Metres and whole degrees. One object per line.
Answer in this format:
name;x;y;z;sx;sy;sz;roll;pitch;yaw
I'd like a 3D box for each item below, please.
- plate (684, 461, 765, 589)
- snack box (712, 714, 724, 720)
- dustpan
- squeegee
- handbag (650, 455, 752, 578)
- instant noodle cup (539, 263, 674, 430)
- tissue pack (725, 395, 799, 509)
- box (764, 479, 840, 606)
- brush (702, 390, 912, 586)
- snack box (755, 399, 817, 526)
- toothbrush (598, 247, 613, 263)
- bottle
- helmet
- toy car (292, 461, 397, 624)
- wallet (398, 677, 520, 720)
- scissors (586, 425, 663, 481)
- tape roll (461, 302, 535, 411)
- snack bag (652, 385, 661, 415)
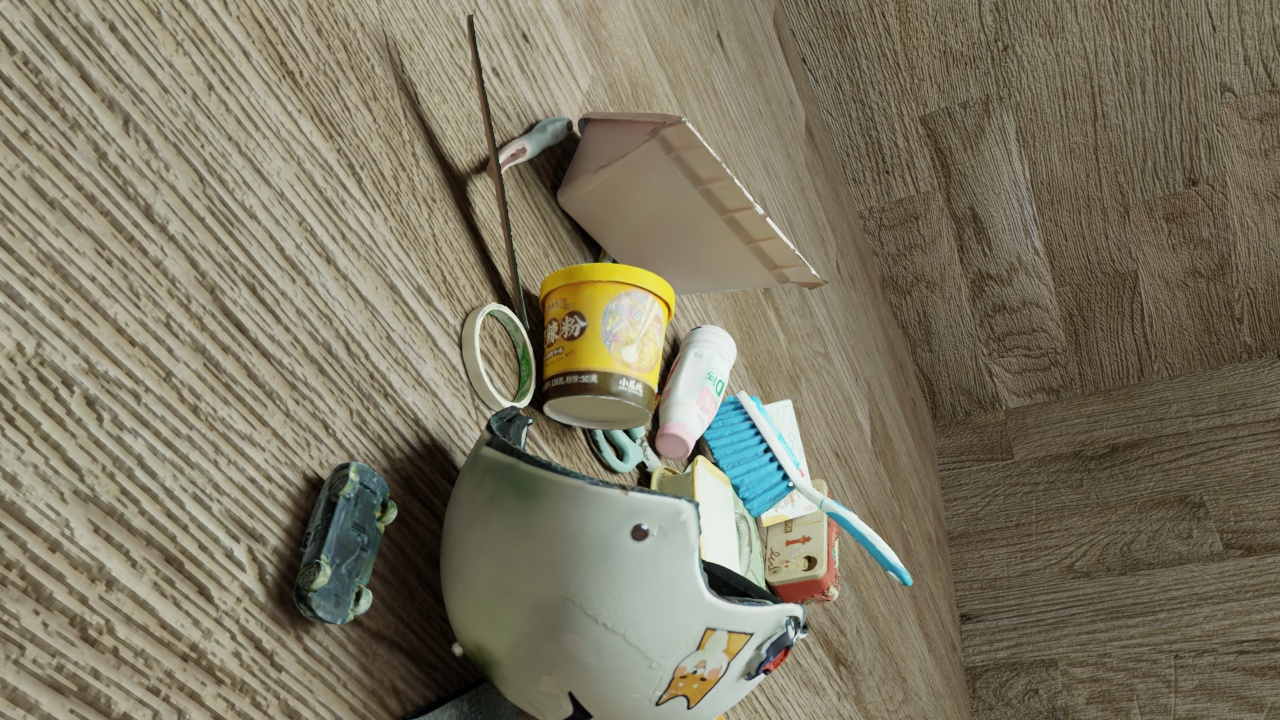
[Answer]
plate;0.099;0.225;1.063;0.230;0.028;0.229;45;37;-49
snack box;0.034;0.271;0.811;0.154;0.026;0.075;63;-10;-9
dustpan;0.039;-0.174;0.907;0.222;0.274;0.138;44;56;-33
squeegee;-0.103;-0.186;0.818;0.249;0.040;0.248;-68;154;-63
handbag;0.072;0.196;0.940;0.178;0.063;0.163;36;44;-55
instant noodle cup;-0.033;-0.007;0.787;0.118;0.119;0.114;38;51;-56
tissue pack;0.144;0.116;1.165;0.140;0.063;0.089;55;27;-8
box;0.230;0.256;1.269;0.080;0.091;0.167;57;29;-32
brush;0.164;0.143;1.000;0.060;0.109;0.314;57;3;-48
snack box;0.180;0.138;1.238;0.027;0.084;0.156;160;-84;-72
toothbrush;-0.045;-0.067;0.915;0.018;0.016;0.190;48;35;-33
bottle;0.059;0.036;1.035;0.068;0.068;0.196;64;29;-26
helmet;-0.025;0.162;0.605;0.156;0.230;0.274;-55;135;-12
toy car;-0.166;0.100;0.505;0.043;0.034;0.090;54;33;-47
wallet;-0.106;0.256;0.576;0.120;0.019;0.097;6;73;-68
scissors;-0.010;0.060;0.921;0.185;0.019;0.132;41;41;-57
tape roll;-0.110;-0.002;0.723;0.086;0.014;0.085;46;36;-50
snack bag;-0.006;0.006;0.947;0.048;0.026;0.104;-65;136;-60
